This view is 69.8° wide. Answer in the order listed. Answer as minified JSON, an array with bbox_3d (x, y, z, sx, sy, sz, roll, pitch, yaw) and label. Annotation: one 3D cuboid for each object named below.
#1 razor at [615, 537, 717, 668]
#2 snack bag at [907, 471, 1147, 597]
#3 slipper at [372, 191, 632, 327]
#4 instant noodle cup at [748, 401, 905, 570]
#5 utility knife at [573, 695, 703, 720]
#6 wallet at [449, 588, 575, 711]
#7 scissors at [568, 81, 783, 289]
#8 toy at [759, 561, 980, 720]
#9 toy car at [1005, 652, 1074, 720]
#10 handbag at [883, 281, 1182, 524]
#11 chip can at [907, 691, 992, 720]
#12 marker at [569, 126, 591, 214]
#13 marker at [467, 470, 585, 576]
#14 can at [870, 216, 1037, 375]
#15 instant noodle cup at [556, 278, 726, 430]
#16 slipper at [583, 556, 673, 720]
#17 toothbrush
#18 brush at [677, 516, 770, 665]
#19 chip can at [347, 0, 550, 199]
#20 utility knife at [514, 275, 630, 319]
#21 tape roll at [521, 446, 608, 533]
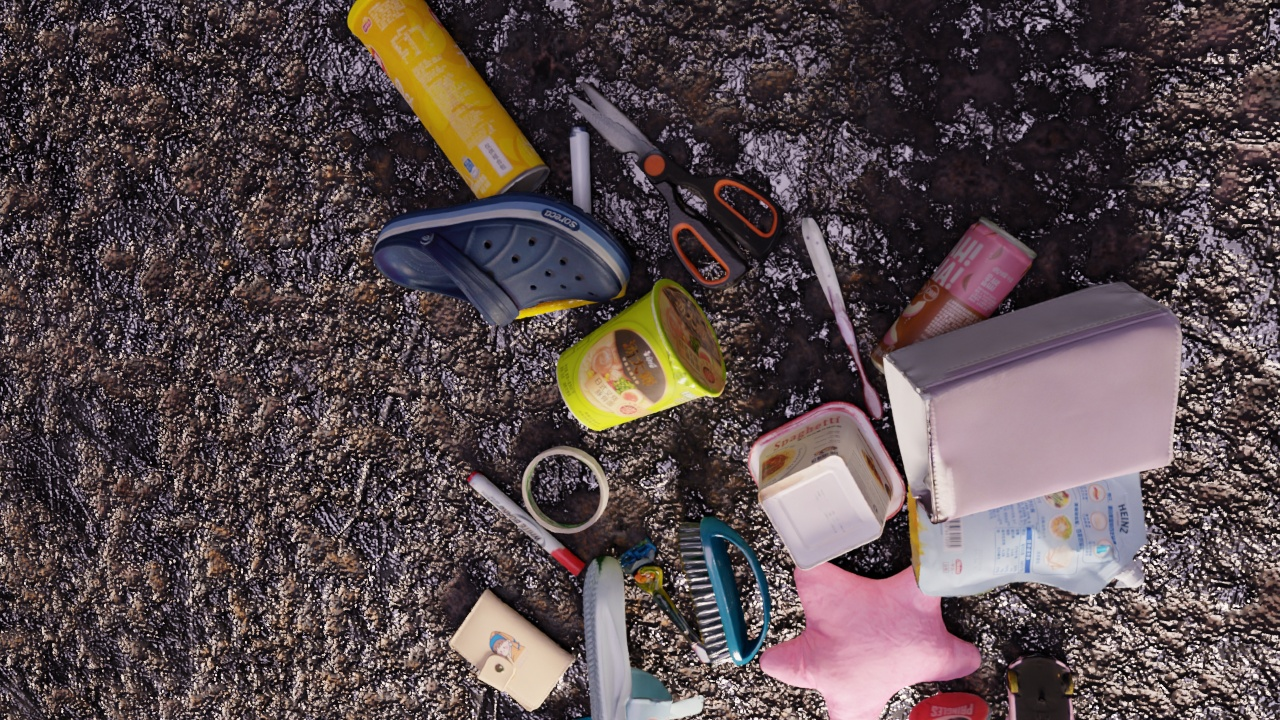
[{"bbox_3d":[0.030,0.241,0.887,0.043,0.022,0.142,-36,90,20],"label":"razor"},{"bbox_3d":[0.325,0.141,0.770,0.191,0.039,0.110,-3,73,4],"label":"snack bag"},{"bbox_3d":[-0.135,-0.082,0.807,0.253,0.105,0.095,4,64,24],"label":"slipper"},{"bbox_3d":[0.155,0.110,0.777,0.116,0.124,0.116,-29,92,18],"label":"instant noodle cup"},{"bbox_3d":[-0.038,0.373,0.932,0.225,0.018,0.034,-21,94,16],"label":"utility knife"},{"bbox_3d":[-0.136,0.301,0.941,0.115,0.024,0.087,36,108,4],"label":"wallet"},{"bbox_3d":[0.034,-0.172,0.813,0.153,0.021,0.234,-23,90,11],"label":"scissors"},{"bbox_3d":[0.202,0.236,0.812,0.195,0.074,0.178,-39,93,6],"label":"toy"},{"bbox_3d":[0.354,0.320,0.812,0.056,0.037,0.122,-2,87,12],"label":"toy car"},{"bbox_3d":[0.303,0.036,0.715,0.197,0.098,0.145,-17,113,0],"label":"handbag"},{"bbox_3d":[0.306,0.422,0.825,0.072,0.072,0.236,-15,97,16],"label":"chip can"},{"bbox_3d":[-0.055,-0.147,0.839,0.023,0.018,0.131,3,101,23],"label":"marker"},{"bbox_3d":[-0.114,0.161,0.912,0.145,0.017,0.017,40,107,4],"label":"marker"},{"bbox_3d":[0.255,-0.043,0.757,0.058,0.057,0.147,37,107,5],"label":"can"},{"bbox_3d":[-0.005,0.005,0.813,0.124,0.111,0.111,-27,93,25],"label":"instant noodle cup"},{"bbox_3d":[-0.011,0.308,0.873,0.074,0.104,0.245,-5,87,-11],"label":"slipper"},{"bbox_3d":[0.177,-0.037,0.802,0.016,0.017,0.187,-20,93,20],"label":"toothbrush"},{"bbox_3d":[0.082,0.213,0.851,0.074,0.055,0.144,-12,97,18],"label":"brush"},{"bbox_3d":[-0.171,-0.236,0.823,0.072,0.072,0.213,-37,90,17],"label":"chip can"},{"bbox_3d":[-0.081,-0.062,0.862,0.157,0.015,0.033,-10,100,16],"label":"utility knife"},{"bbox_3d":[-0.074,0.126,0.896,0.086,0.013,0.086,3,101,14],"label":"tape roll"}]
